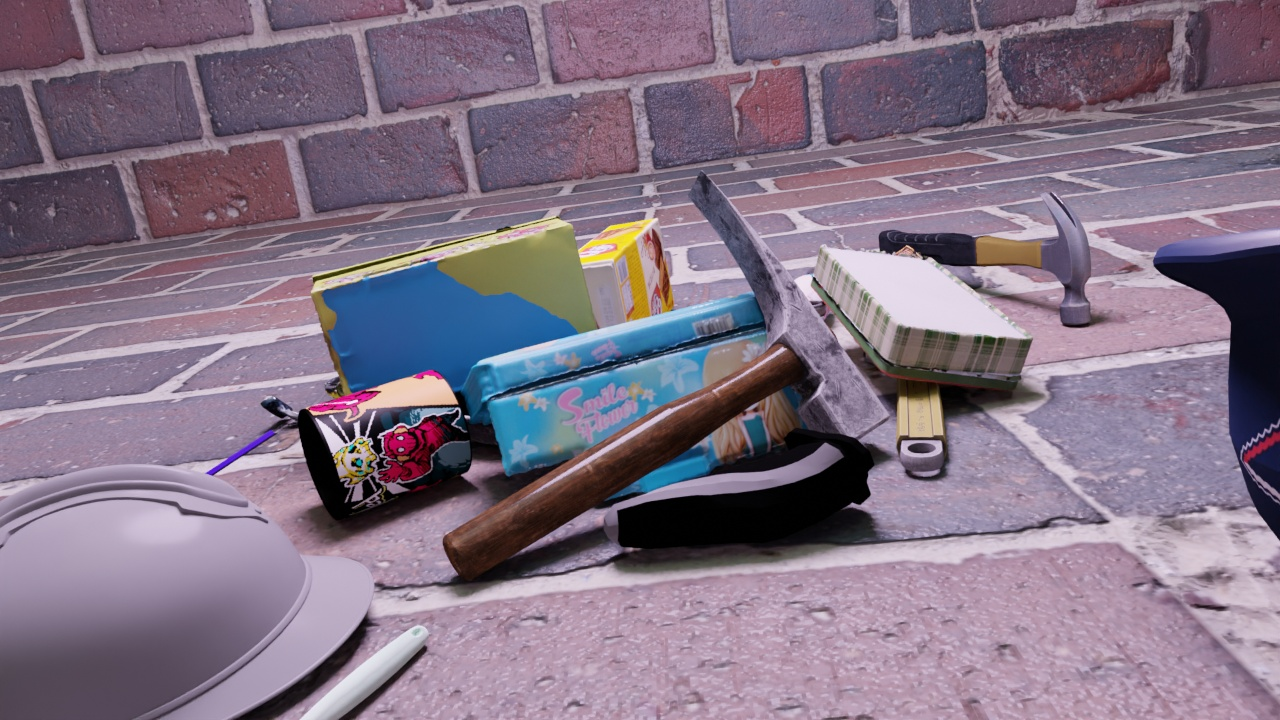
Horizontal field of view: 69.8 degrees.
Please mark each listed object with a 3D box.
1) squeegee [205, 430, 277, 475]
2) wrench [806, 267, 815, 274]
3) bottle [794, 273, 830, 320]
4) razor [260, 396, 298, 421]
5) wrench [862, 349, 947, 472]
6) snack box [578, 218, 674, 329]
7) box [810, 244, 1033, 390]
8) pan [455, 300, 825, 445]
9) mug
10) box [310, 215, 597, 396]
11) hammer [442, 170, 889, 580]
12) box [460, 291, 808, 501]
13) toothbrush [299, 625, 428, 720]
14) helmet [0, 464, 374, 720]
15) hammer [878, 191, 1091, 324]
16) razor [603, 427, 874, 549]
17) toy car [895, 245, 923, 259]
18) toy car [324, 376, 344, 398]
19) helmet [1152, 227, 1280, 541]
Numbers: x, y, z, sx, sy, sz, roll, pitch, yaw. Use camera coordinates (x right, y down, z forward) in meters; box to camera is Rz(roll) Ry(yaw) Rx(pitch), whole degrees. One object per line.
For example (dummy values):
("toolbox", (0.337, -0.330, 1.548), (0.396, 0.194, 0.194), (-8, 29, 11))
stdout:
("squeegee", (-0.384, 0.116, 0.625), (0.185, 0.055, 0.248), (11, 40, 47))
("wrench", (0.242, -0.073, 1.006), (0.073, 0.018, 0.273), (-9, 18, -2))
("bottle", (0.169, -0.060, 0.938), (0.051, 0.051, 0.145), (0, 19, 25))
("razor", (-0.280, 0.047, 0.863), (0.144, 0.022, 0.042), (-3, -19, 4))
("wrench", (0.209, 0.023, 0.706), (0.084, 0.018, 0.272), (-3, 18, 17))
("snack box", (-0.020, -0.075, 0.975), (0.062, 0.110, 0.229), (-7, 17, 14))
("box", (0.222, -0.041, 0.760), (0.117, 0.049, 0.205), (4, 23, -11))
("pan", (-0.005, 0.005, 0.803), (0.356, 0.055, 0.187), (-11, 17, -9))
("mug", (-0.193, 0.065, 0.680), (0.098, 0.082, 0.118), (-19, -7, -31))
("box", (-0.155, -0.039, 0.780), (0.221, 0.124, 0.081), (-18, 17, -10))
("hammer", (-0.010, 0.019, 0.598), (0.299, 0.217, 0.037), (-29, -12, -22))
("box", (-0.002, 0.038, 0.670), (0.226, 0.121, 0.098), (-15, -10, -19))
("toothbrush", (-0.149, 0.166, 0.419), (0.022, 0.015, 0.154), (31, 31, 16))
("helmet", (-0.285, 0.116, 0.468), (0.270, 0.118, 0.183), (-16, 19, -18))
("hammer", (0.346, -0.116, 0.966), (0.025, 0.118, 0.333), (-10, 12, -14))
("razor", (0.056, 0.082, 0.536), (0.156, 0.057, 0.060), (-19, 47, -8))
("toy car", (0.289, -0.098, 0.992), (0.047, 0.047, 0.111), (-33, 15, 7))
("toy car", (-0.259, 0.022, 0.910), (0.107, 0.030, 0.049), (-6, 18, -2))
("helmet", (0.326, 0.009, 0.332), (0.272, 0.223, 0.232), (21, 1, -5))
